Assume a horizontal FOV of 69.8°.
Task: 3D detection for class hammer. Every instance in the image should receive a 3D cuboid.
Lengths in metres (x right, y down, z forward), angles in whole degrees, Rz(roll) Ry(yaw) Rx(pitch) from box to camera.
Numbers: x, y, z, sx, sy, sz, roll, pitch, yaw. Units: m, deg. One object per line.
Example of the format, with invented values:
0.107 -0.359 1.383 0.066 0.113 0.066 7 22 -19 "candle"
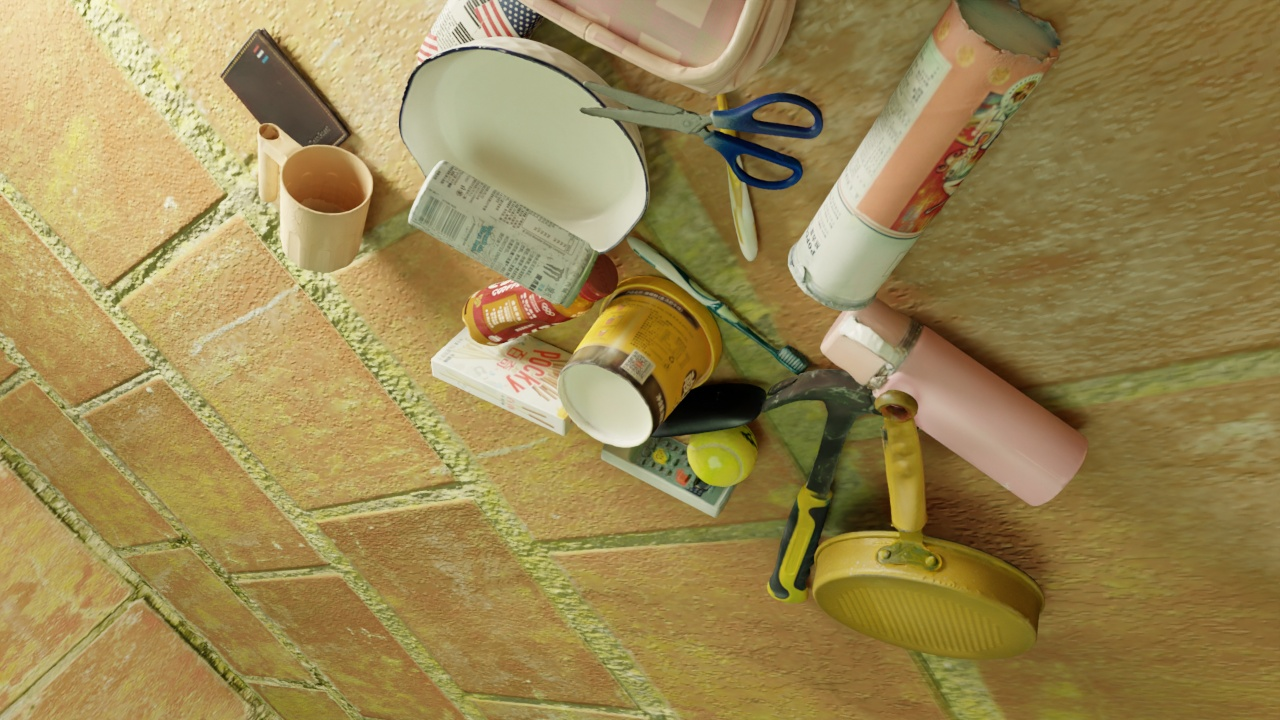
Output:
0.158 0.129 0.852 0.126 0.031 0.324 18 137 12 "hammer"

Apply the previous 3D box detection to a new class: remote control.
0.053 0.044 0.840 0.137 0.053 0.024 -13 127 42 "remote control"
0.029 0.104 0.910 0.135 0.056 0.019 26 137 15 "remote control"

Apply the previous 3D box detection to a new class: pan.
0.229 0.151 0.763 0.198 0.078 0.357 3 147 26 "pan"

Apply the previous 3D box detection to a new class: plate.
-0.087 -0.168 0.727 0.205 0.045 0.205 15 145 11 "plate"

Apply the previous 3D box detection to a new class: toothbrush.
0.066 -0.049 0.778 0.191 0.016 0.018 38 129 1 "toothbrush"
0.065 -0.156 0.679 0.016 0.018 0.191 8 128 33 "toothbrush"

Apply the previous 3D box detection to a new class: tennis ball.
0.076 0.084 0.852 0.065 0.065 0.066 20 135 20 "tennis ball"

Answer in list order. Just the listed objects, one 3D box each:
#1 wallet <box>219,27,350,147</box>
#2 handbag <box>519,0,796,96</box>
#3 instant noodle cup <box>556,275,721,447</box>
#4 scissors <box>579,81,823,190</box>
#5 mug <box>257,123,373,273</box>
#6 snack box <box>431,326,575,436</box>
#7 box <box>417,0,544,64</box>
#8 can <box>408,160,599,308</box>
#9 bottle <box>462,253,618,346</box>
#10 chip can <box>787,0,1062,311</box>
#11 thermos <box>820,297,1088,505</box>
-0.345 -0.249 0.893 0.097 0.020 0.122 -20 115 44 "wallet"
0.023 -0.298 0.545 0.193 0.093 0.235 33 124 11 "handbag"
-0.005 0.005 0.802 0.118 0.114 0.119 19 135 20 "instant noodle cup"
0.042 -0.159 0.651 0.173 0.012 0.133 -8 137 15 "scissors"
-0.329 -0.159 0.908 0.124 0.084 0.104 38 144 2 "mug"
-0.120 0.012 0.913 0.157 0.084 0.027 22 135 17 "snack box"
-0.121 -0.256 0.713 0.068 0.052 0.165 37 142 -20 "box"
-0.109 -0.100 0.739 0.146 0.058 0.058 29 140 -11 "can"
-0.094 -0.058 0.852 0.175 0.057 0.057 -16 116 43 "bottle"
0.172 -0.126 0.590 0.071 0.071 0.215 34 138 6 "chip can"
0.229 0.026 0.678 0.198 0.087 0.067 36 98 2 "thermos"
